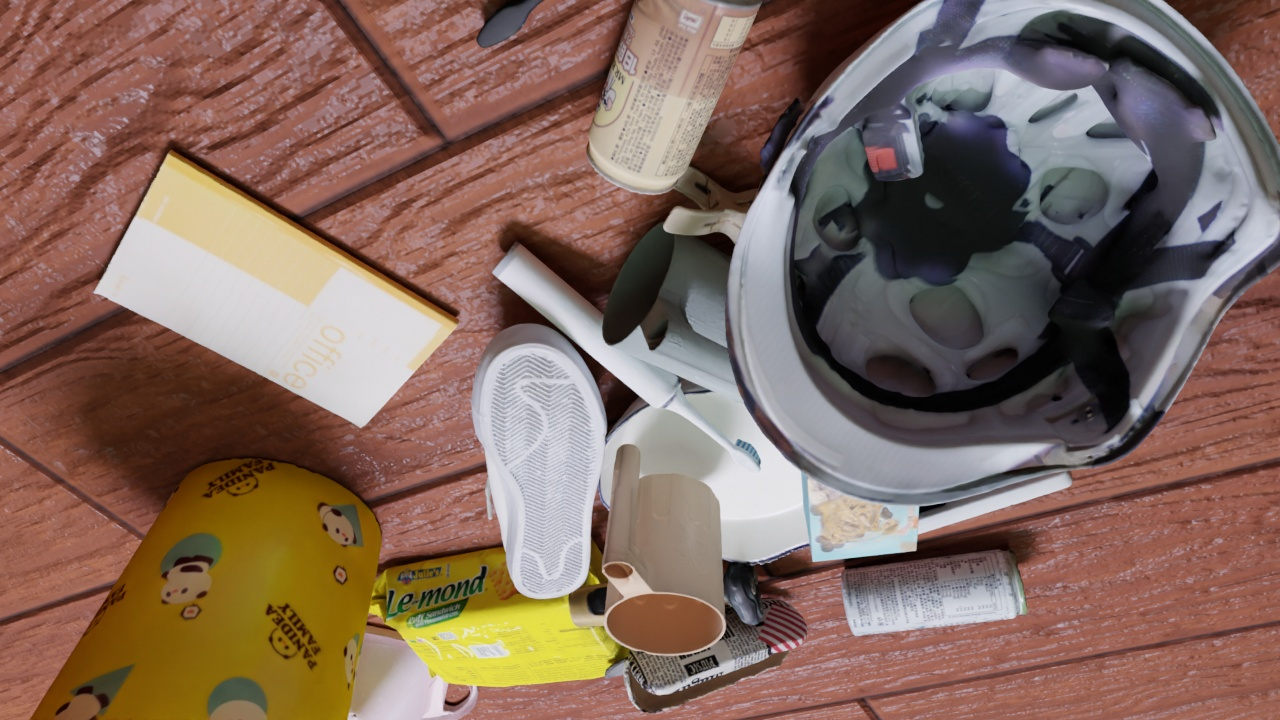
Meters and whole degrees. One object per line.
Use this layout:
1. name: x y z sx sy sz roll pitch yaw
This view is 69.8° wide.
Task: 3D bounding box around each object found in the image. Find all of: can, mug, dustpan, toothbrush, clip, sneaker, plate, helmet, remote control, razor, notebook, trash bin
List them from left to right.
1. trash bin: -0.327 0.233 0.729 0.229 0.254 0.230 2 134 2
2. notebook: -0.249 -0.038 0.632 0.206 0.010 0.146 33 128 -25
3. dustpan: -0.325 0.339 1.003 0.273 0.138 0.223 33 135 11
4. sneaker: -0.074 0.063 0.670 0.089 0.090 0.243 -8 128 -11
5. toothbrush: -0.011 -0.213 0.448 0.190 0.017 0.014 -30 126 24
6. toothbrush: -0.004 0.003 0.601 0.221 0.026 0.027 40 129 -9
7. mug: 0.010 0.133 0.651 0.084 0.103 0.125 -17 130 20
8. razor: 0.022 0.196 0.763 0.167 0.062 0.068 -3 157 -12
9. can: 0.014 -0.148 0.474 0.058 0.058 0.117 16 132 -11
10. mug: 0.043 -0.017 0.556 0.103 0.123 0.084 25 111 -22
11. plate: 0.070 0.080 0.699 0.205 0.045 0.205 2 135 2
12. clip: 0.058 -0.083 0.541 0.099 0.066 0.035 13 134 -24
13. can: 0.251 0.201 0.792 0.147 0.058 0.058 -11 132 14
14. helmet: 0.160 -0.063 0.470 0.229 0.145 0.259 35 107 -8
15. remote control: 0.241 0.091 0.688 0.150 0.058 0.021 -25 125 24

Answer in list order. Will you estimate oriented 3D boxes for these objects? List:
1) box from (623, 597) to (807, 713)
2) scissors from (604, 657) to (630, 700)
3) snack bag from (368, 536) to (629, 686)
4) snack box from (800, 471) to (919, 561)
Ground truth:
1. box: 0.068 0.249 0.790 0.162 0.076 0.088 -11 168 -19
2. scissors: 0.044 0.236 0.835 0.170 0.019 0.181 -13 122 -18
3. snack bag: -0.122 0.244 0.856 0.247 0.068 0.158 -12 132 16
4. snack box: 0.145 0.062 0.610 0.074 0.051 0.175 -7 132 6
